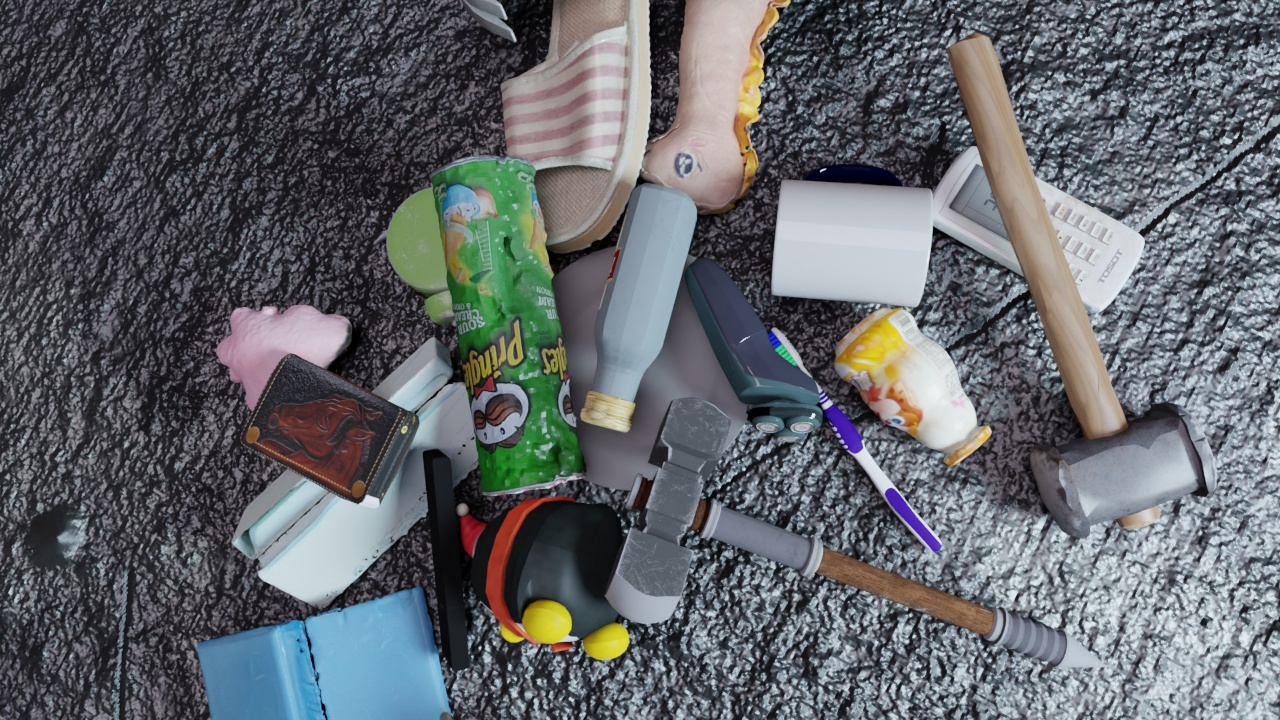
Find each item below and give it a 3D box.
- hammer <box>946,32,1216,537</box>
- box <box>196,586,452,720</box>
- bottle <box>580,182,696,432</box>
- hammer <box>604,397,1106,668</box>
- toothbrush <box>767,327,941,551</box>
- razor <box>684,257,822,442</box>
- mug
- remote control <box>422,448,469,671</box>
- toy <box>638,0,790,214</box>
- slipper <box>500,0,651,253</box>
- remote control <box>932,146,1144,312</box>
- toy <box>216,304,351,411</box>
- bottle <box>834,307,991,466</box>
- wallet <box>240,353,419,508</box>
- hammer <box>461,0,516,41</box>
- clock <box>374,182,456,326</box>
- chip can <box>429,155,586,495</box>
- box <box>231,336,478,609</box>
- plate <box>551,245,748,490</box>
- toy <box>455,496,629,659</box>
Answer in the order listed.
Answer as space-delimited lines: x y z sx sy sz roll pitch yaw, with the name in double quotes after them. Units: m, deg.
0.261 -0.050 0.585 0.098 0.052 0.328 -20 89 6 "hammer"
-0.211 0.288 0.629 0.173 0.066 0.231 -17 82 4 "box"
-0.003 -0.033 0.623 0.046 0.072 0.161 15 84 5 "bottle"
0.145 0.139 0.587 0.322 0.043 0.155 20 59 0 "hammer"
0.144 0.054 0.631 0.016 0.015 0.186 -36 79 4 "toothbrush"
0.073 -0.009 0.624 0.052 0.047 0.143 -21 73 -23 "razor"
0.143 -0.092 0.627 0.097 0.079 0.111 6 55 10 "mug"
-0.134 0.137 0.634 0.013 0.034 0.150 -7 98 -24 "remote control"
0.090 -0.234 0.656 0.196 0.065 0.264 2 84 14 "toy"
-0.049 -0.210 0.665 0.115 0.052 0.262 -3 77 38 "slipper"
0.266 -0.090 0.626 0.138 0.025 0.060 33 88 12 "remote control"
-0.271 0.000 0.687 0.093 0.050 0.102 25 90 9 "toy"
0.180 0.018 0.605 0.063 0.063 0.108 -41 77 1 "bottle"
-0.212 0.047 0.623 0.123 0.019 0.072 20 82 27 "wallet"
0.027 -0.276 0.614 0.328 0.039 0.131 5 68 13 "hammer"
-0.140 -0.081 0.682 0.119 0.042 0.094 42 91 12 "clock"
-0.089 -0.025 0.620 0.075 0.075 0.223 -10 90 7 "chip can"
-0.188 0.087 0.665 0.199 0.085 0.096 -43 108 2 "box"
-0.004 0.004 0.663 0.178 0.012 0.178 -1 82 9 "plate"
-0.067 0.139 0.615 0.119 0.097 0.099 -2 64 38 "toy"
